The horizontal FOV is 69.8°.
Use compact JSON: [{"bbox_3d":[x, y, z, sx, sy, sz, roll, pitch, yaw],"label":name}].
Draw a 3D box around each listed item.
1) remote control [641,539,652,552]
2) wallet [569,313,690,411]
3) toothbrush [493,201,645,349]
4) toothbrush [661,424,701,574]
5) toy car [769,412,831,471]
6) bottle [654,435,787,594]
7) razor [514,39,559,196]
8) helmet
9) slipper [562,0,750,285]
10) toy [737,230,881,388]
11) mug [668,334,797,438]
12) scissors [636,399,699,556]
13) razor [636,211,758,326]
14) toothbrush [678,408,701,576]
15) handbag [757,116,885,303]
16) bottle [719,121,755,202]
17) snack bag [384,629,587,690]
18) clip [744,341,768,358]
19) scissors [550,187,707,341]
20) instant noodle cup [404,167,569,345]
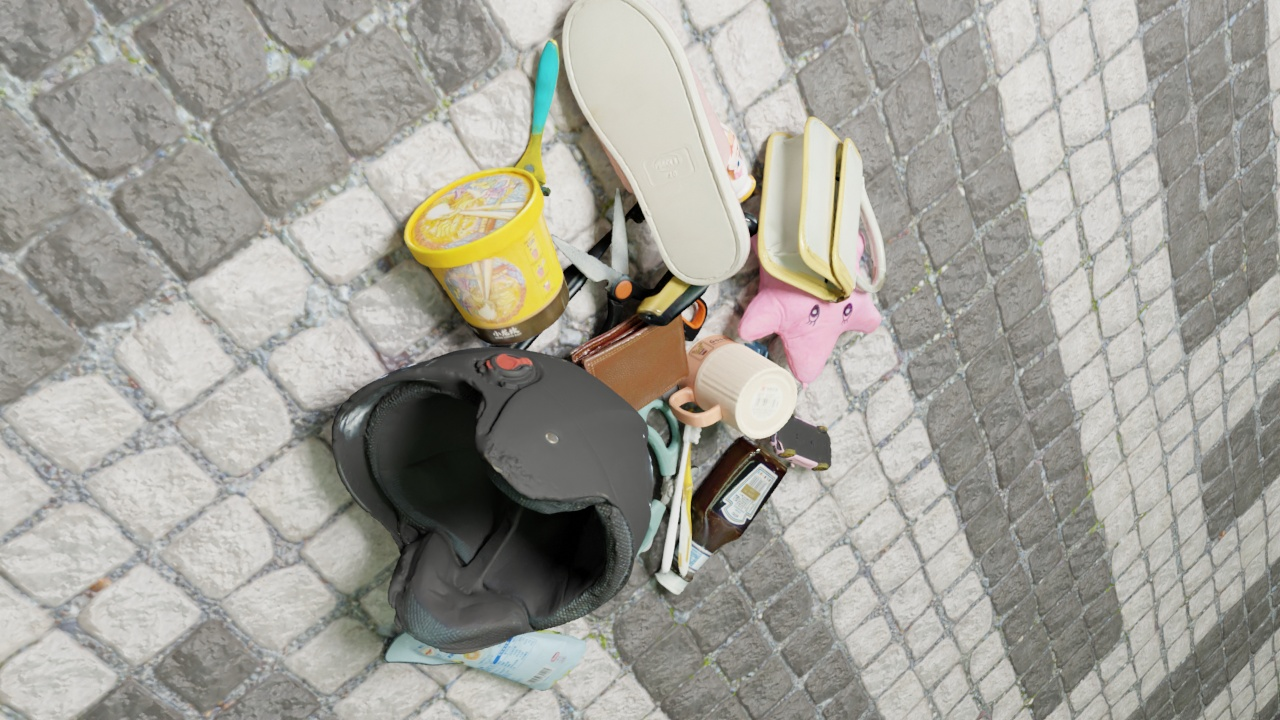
[{"bbox_3d":[-0.043,0.188,0.996,0.135,0.020,0.056,-1,111,-33],"label":"remote control"},{"bbox_3d":[-0.005,0.005,0.907,0.124,0.032,0.101,-32,135,-20],"label":"wallet"},{"bbox_3d":[-0.065,-0.075,0.873,0.212,0.026,0.027,-48,111,-6],"label":"toothbrush"},{"bbox_3d":[0.044,0.152,1.003,0.016,0.016,0.180,-10,113,-58],"label":"toothbrush"},{"bbox_3d":[0.186,0.096,1.080,0.122,0.037,0.056,24,59,-43],"label":"toy car"},{"bbox_3d":[0.088,0.183,1.061,0.080,0.044,0.195,37,89,-36],"label":"bottle"},{"bbox_3d":[-0.088,-0.212,0.801,0.043,0.028,0.133,12,108,-2],"label":"razor"},{"bbox_3d":[-0.117,0.099,0.791,0.275,0.229,0.234,34,122,3],"label":"helmet"},{"bbox_3d":[0.020,-0.195,0.811,0.274,0.114,0.054,62,29,-13],"label":"slipper"},{"bbox_3d":[0.191,-0.058,1.001,0.194,0.075,0.178,2,93,-30],"label":"toy"},{"bbox_3d":[0.089,0.033,0.961,0.114,0.106,0.082,-27,121,-20],"label":"mug"},{"bbox_3d":[0.001,0.135,0.979,0.169,0.019,0.171,-43,129,-34],"label":"scissors"},{"bbox_3d":[0.051,-0.092,0.887,0.067,0.062,0.167,53,56,-17],"label":"razor"},{"bbox_3d":[0.055,0.147,1.014,0.016,0.018,0.191,-7,102,-51],"label":"toothbrush"},{"bbox_3d":[0.204,-0.145,0.944,0.178,0.063,0.163,22,68,-37],"label":"handbag"},{"bbox_3d":[0.066,-0.195,0.881,0.108,0.063,0.063,39,87,-36],"label":"bottle"},{"bbox_3d":[-0.156,0.297,0.950,0.191,0.038,0.111,29,128,-35],"label":"snack bag"},{"bbox_3d":[0.127,0.008,1.025,0.036,0.026,0.058,-9,114,-37],"label":"clip"},{"bbox_3d":[-0.011,-0.059,0.900,0.227,0.022,0.221,-2,116,-38],"label":"scissors"},{"bbox_3d":[-0.123,-0.085,0.784,0.118,0.118,0.114,-36,131,-14],"label":"instant noodle cup"}]
